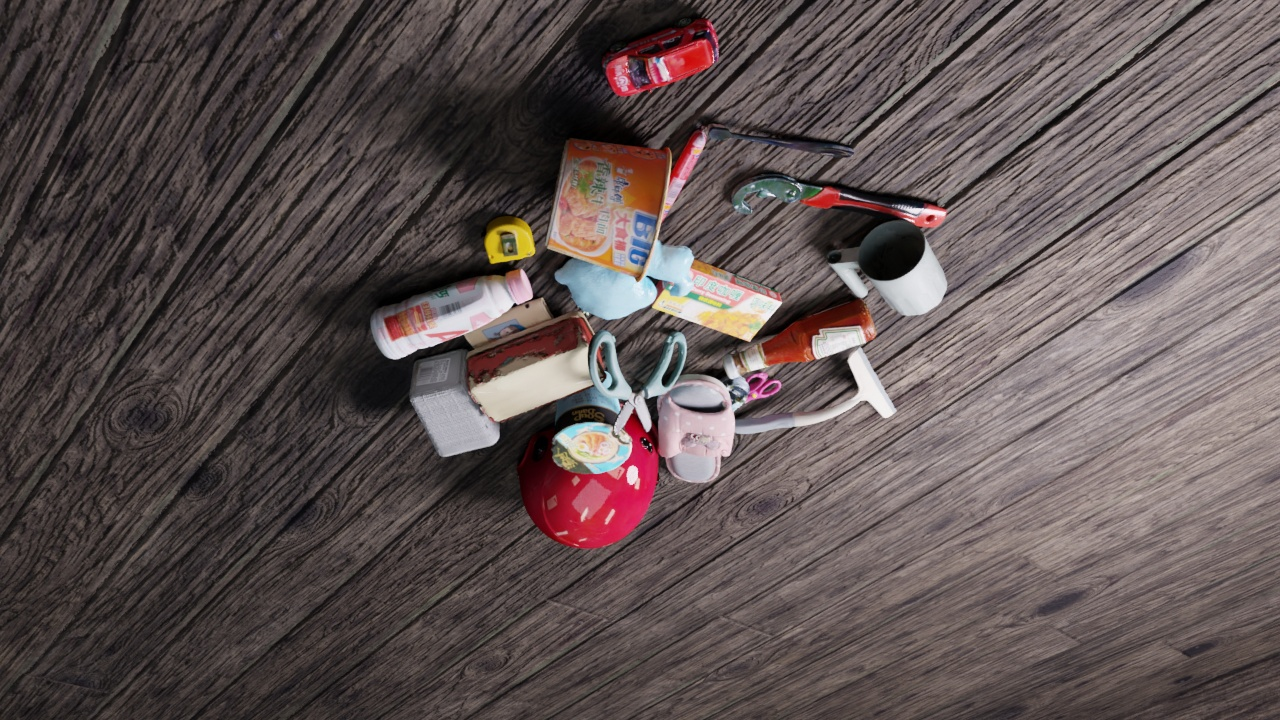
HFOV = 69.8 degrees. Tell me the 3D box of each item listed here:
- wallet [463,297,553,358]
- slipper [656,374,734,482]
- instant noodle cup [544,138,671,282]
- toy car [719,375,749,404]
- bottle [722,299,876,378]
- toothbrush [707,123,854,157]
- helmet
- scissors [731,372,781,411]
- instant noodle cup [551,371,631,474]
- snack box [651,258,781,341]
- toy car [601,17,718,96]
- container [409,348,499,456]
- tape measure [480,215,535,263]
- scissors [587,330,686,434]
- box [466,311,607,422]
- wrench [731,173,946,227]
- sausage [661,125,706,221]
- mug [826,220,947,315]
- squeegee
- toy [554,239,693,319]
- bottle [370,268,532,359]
[{"bbox_3d":[-0.164,-0.033,1.204,0.115,0.024,0.087,-19,130,9],"label":"wallet"},{"bbox_3d":[0.078,0.114,1.343,0.114,0.054,0.275,6,144,5],"label":"slipper"},{"bbox_3d":[-0.039,-0.170,0.997,0.111,0.151,0.152,12,134,-9],"label":"instant noodle cup"},{"bbox_3d":[0.116,0.049,1.319,0.043,0.034,0.091,27,140,-29],"label":"toy car"},{"bbox_3d":[0.212,-0.024,1.240,0.206,0.059,0.060,-20,135,13],"label":"bottle"},{"bbox_3d":[0.159,-0.246,1.033,0.181,0.018,0.016,5,128,-16],"label":"toothbrush"},{"bbox_3d":[-0.070,0.188,1.364,0.206,0.143,0.241,18,130,-22],"label":"helmet"},{"bbox_3d":[0.143,0.059,1.350,0.063,0.017,0.136,26,131,-35],"label":"scissors"},{"bbox_3d":[-0.070,0.076,1.259,0.111,0.120,0.111,-3,137,-3],"label":"instant noodle cup"},{"bbox_3d":[0.097,-0.080,1.187,0.155,0.027,0.077,18,130,-24],"label":"snack box"},{"bbox_3d":[0.020,-0.305,0.930,0.121,0.045,0.053,-16,134,12],"label":"toy car"},{"bbox_3d":[-0.251,0.054,1.235,0.090,0.090,0.114,-14,133,6],"label":"container"},{"bbox_3d":[-0.157,-0.141,1.086,0.060,0.028,0.057,-9,136,1],"label":"tape measure"},{"bbox_3d":[-0.004,0.006,1.191,0.019,0.173,0.170,14,149,43],"label":"scissors"},{"bbox_3d":[-0.134,0.014,1.182,0.168,0.079,0.091,-21,137,6],"label":"box"},{"bbox_3d":[0.242,-0.188,1.102,0.273,0.016,0.056,4,139,-12],"label":"wrench"},{"bbox_3d":[0.040,-0.205,1.055,0.020,0.020,0.156,14,133,-21],"label":"sausage"},{"bbox_3d":[0.310,-0.111,1.148,0.124,0.083,0.103,-3,156,35],"label":"mug"},{"bbox_3d":[0.234,0.078,1.343,0.247,0.039,0.246,-17,150,19],"label":"squeegee"},{"bbox_3d":[-0.020,-0.100,1.129,0.161,0.049,0.157,21,128,-12],"label":"toy"},{"bbox_3d":[-0.231,-0.063,1.135,0.197,0.068,0.068,-20,135,6],"label":"bottle"}]
